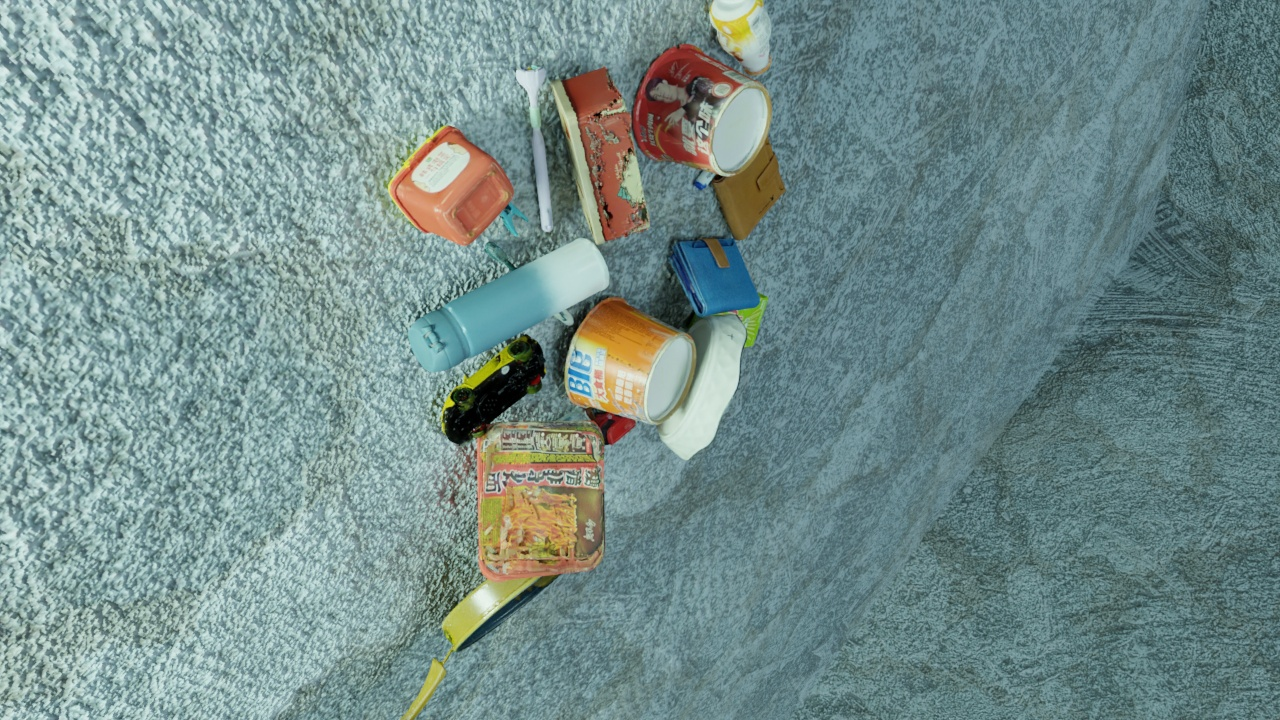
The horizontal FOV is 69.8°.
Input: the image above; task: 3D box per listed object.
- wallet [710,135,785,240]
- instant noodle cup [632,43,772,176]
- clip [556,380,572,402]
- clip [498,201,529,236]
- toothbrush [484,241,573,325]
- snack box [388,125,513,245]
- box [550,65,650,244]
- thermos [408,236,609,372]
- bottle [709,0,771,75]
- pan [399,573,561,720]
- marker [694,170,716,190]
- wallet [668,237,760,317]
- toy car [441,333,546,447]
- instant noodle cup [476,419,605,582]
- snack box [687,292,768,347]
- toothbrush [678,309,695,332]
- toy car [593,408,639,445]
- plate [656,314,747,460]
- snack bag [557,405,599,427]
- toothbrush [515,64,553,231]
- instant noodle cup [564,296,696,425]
[{"bbox_3d":[0.148,-0.240,1.252,0.107,0.031,0.132,-49,147,-11],"label":"wallet"},{"bbox_3d":[0.075,-0.279,1.050,0.137,0.108,0.138,-32,139,-34],"label":"instant noodle cup"},{"bbox_3d":[-0.086,0.025,1.175,0.056,0.028,0.024,-63,150,-9],"label":"clip"},{"bbox_3d":[-0.138,-0.153,0.962,0.041,0.014,0.056,-54,146,-7],"label":"clip"},{"bbox_3d":[-0.120,-0.082,1.039,0.016,0.018,0.191,-53,146,-6],"label":"toothbrush"},{"bbox_3d":[-0.172,-0.159,0.850,0.091,0.080,0.082,-50,146,-12],"label":"snack box"},{"bbox_3d":[-0.032,-0.213,0.960,0.078,0.091,0.168,-18,138,-4],"label":"box"},{"bbox_3d":[-0.139,-0.059,0.973,0.220,0.070,0.070,-30,138,-23],"label":"thermos"},{"bbox_3d":[0.122,-0.382,1.069,0.063,0.063,0.108,-53,146,-7],"label":"bottle"},{"bbox_3d":[-0.218,0.358,1.164,0.356,0.078,0.198,-36,167,-18],"label":"pan"},{"bbox_3d":[0.118,-0.280,1.190,0.145,0.017,0.017,-52,146,-9],"label":"marker"},{"bbox_3d":[0.103,-0.114,1.241,0.040,0.106,0.132,-29,169,39],"label":"wallet"},{"bbox_3d":[-0.168,0.032,1.046,0.155,0.041,0.071,-43,144,-25],"label":"toy car"},{"bbox_3d":[-0.126,0.167,1.114,0.164,0.079,0.188,2,84,-28],"label":"instant noodle cup"},{"bbox_3d":[0.129,-0.056,1.378,0.156,0.026,0.086,-10,123,-49],"label":"snack box"},{"bbox_3d":[0.051,-0.034,1.307,0.186,0.017,0.012,-62,163,10],"label":"toothbrush"},{"bbox_3d":[-0.021,0.069,1.269,0.120,0.045,0.053,-45,146,-23],"label":"toy car"},{"bbox_3d":[0.076,0.029,1.234,0.045,0.204,0.205,19,104,-14],"label":"plate"},{"bbox_3d":[-0.098,0.088,1.195,0.105,0.026,0.045,-27,98,-36],"label":"snack bag"},{"bbox_3d":[-0.105,-0.213,0.952,0.029,0.021,0.189,-6,133,-5],"label":"toothbrush"},{"bbox_3d":[-0.007,0.007,1.151,0.151,0.111,0.152,-40,141,-43],"label":"instant noodle cup"}]
